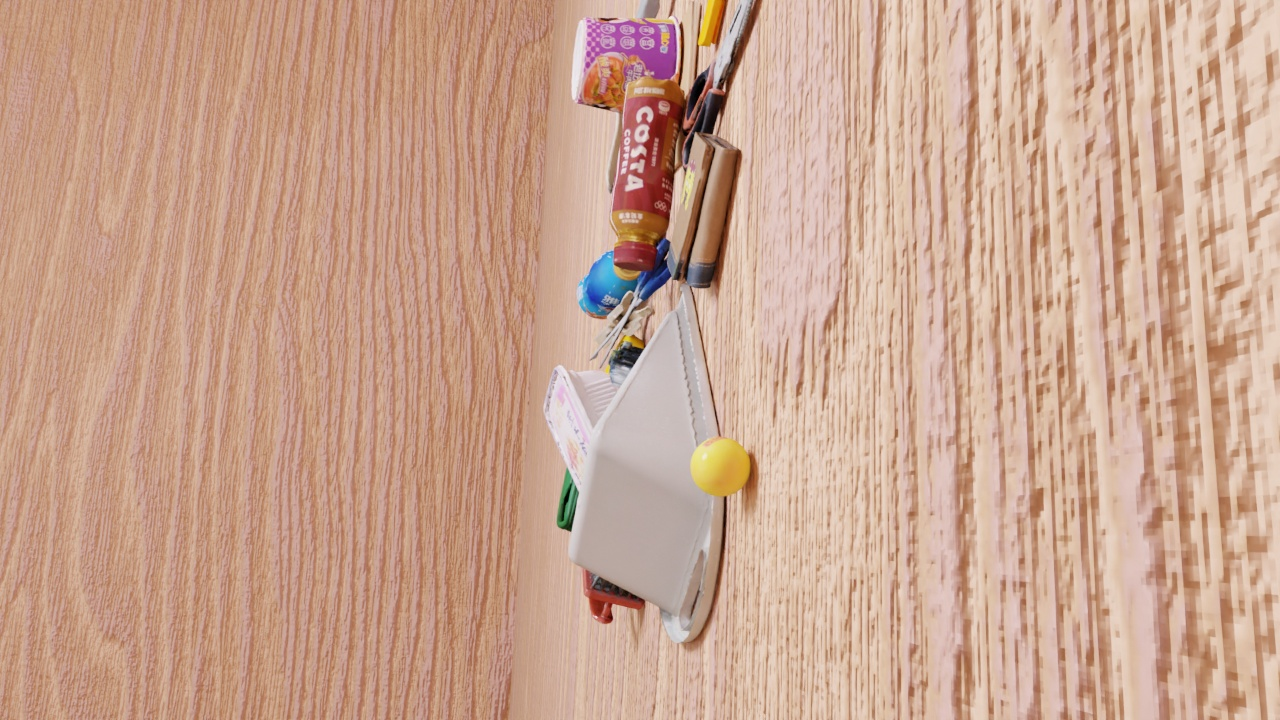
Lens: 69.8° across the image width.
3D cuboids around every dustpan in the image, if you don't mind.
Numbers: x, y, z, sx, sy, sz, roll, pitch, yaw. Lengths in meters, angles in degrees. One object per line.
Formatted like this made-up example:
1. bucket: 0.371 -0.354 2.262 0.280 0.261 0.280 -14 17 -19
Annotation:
1. dustpan: 0.035 0.103 0.796 0.256 0.143 0.223 -53 -19 -48

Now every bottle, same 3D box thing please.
1. bottle: -0.031 -0.094 1.084 0.219 0.065 0.065 153 121 -77
2. bottle: 0.004 -0.173 0.863 0.057 0.057 0.175 163 114 -79

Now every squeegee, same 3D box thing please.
1. squeegee: -0.004 -0.363 1.061 0.247 0.039 0.245 113 170 -46

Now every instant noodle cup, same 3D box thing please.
1. instant noodle cup: -0.052 0.080 1.029 0.138 0.060 0.174 64 160 14
2. instant noodle cup: -0.018 -0.303 0.942 0.111 0.099 0.111 -176 91 -78

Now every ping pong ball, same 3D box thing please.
1. ping pong ball: 0.054 0.071 0.617 0.040 0.040 0.040 -177 91 -80

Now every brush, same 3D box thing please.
1. brush: -0.036 0.213 0.983 0.145 0.063 0.069 -105 35 -64

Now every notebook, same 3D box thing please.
1. notebook: 0.029 -0.267 0.978 0.211 0.012 0.149 172 101 -79

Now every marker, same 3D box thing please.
1. marker: 0.070 -0.327 0.774 0.018 0.015 0.124 -103 23 -55

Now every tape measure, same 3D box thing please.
1. tape measure: -0.015 0.000 1.043 0.060 0.029 0.057 -65 13 3

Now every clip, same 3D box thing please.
1. clip: -0.019 -0.045 1.029 0.076 0.035 0.101 -53 5 -24

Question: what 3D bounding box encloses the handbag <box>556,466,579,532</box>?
1. handbag: -0.061 0.161 1.158 0.131 0.068 0.120 130 150 -74

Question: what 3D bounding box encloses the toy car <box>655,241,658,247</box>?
1. toy car: 0.002 -0.155 1.005 0.105 0.031 0.049 -100 9 -56

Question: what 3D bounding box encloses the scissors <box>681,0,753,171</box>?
1. scissors: 0.065 -0.249 0.763 0.176 0.015 0.211 -103 20 -61

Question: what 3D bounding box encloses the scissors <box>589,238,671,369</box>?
1. scissors: 0.001 -0.063 0.884 0.176 0.012 0.162 -47 15 39

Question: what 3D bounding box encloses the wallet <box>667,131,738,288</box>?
1. wallet: 0.050 -0.124 0.754 0.090 0.033 0.115 -108 28 -66

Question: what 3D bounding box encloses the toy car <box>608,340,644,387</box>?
1. toy car: -0.005 0.005 0.899 0.090 0.043 0.034 -48 -28 -73
